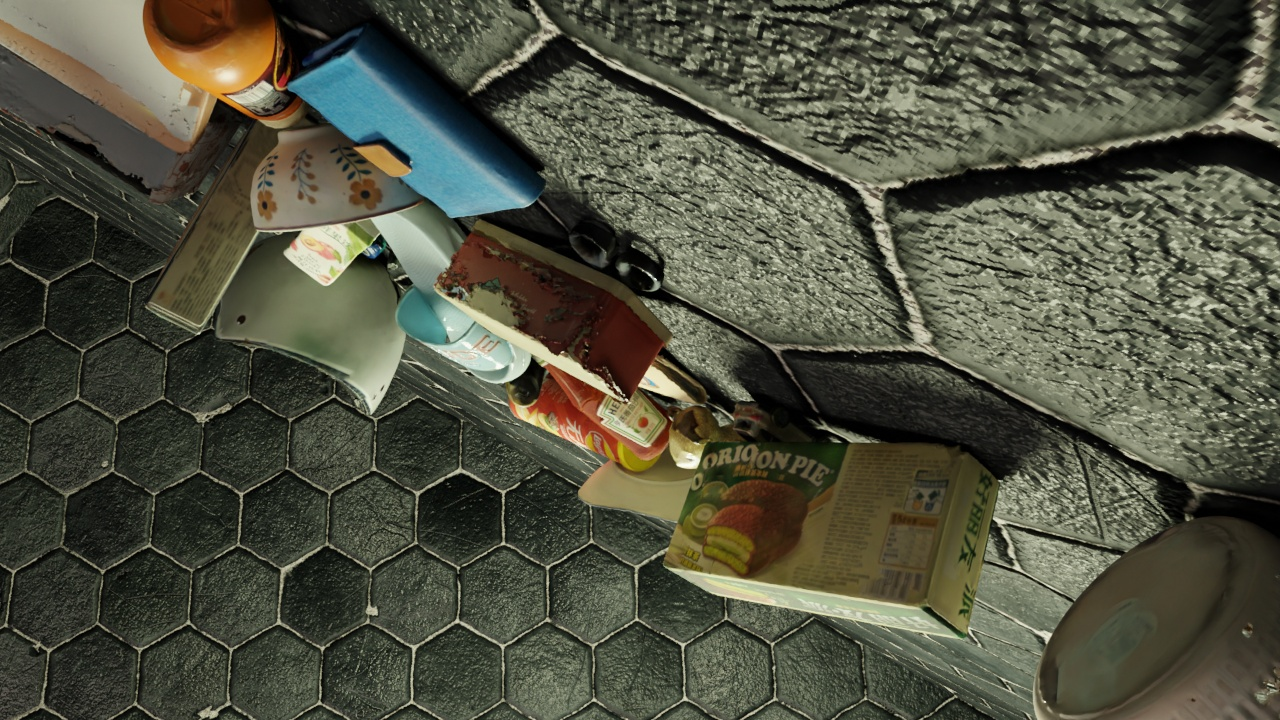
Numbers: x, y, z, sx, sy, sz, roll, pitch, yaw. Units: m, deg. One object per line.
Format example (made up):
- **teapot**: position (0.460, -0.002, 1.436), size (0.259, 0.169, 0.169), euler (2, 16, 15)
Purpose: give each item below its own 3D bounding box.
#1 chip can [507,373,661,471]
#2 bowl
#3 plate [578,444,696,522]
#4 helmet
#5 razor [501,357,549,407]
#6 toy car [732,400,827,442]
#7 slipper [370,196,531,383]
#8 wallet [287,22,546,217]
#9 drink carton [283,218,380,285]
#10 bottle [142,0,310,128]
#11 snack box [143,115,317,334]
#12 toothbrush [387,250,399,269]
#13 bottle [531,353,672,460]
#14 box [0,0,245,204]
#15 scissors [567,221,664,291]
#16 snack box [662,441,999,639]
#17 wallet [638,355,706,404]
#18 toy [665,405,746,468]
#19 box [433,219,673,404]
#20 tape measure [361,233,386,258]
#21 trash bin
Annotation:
- **chip can**: position (-0.069, 0.067, 1.098), size (0.217, 0.073, 0.073), euler (19, 164, 42)
- **bowl**: position (-0.210, -0.128, 0.621), size (0.114, 0.113, 0.062), euler (14, 119, 51)
- **plate**: position (0.023, 0.134, 1.073), size (0.164, 0.034, 0.164), euler (8, -161, 20)
- **helmet**: position (-0.366, -0.066, 1.053), size (0.230, 0.157, 0.274), euler (34, 178, -28)
- **razor**: position (-0.123, 0.017, 0.962), size (0.062, 0.067, 0.167), euler (28, -172, -12)
- **toy car**: position (0.116, 0.064, 0.760), size (0.090, 0.035, 0.042), euler (33, 168, -26)
- **slipper**: position (-0.171, -0.050, 0.800), size (0.104, 0.074, 0.246), euler (23, 154, 30)
- **wallet**: position (-0.132, -0.133, 0.537), size (0.133, 0.040, 0.106), euler (39, 160, -34)
- **drink carton**: position (-0.280, -0.116, 0.847), size (0.053, 0.045, 0.123), euler (42, 145, -19)
- **bottle**: position (-0.233, -0.176, 0.547), size (0.067, 0.066, 0.149), euler (29, 175, 2)
- **snack box**: position (-0.334, -0.111, 0.740), size (0.045, 0.177, 0.183), euler (31, 168, -27)
- **toothbrush**: position (-0.236, -0.111, 0.904), size (0.014, 0.016, 0.190), euler (25, 168, -17)
- **bottle**: position (-0.053, 0.020, 0.918), size (0.206, 0.059, 0.060), euler (40, 165, -16)
- **box**: position (-0.384, -0.210, 0.642), size (0.179, 0.126, 0.274), euler (34, 162, -19)
- **scissors**: position (-0.013, -0.051, 0.646), size (0.136, 0.014, 0.175), euler (23, 166, 34)
- **snack box**: position (0.131, 0.123, 0.675), size (0.063, 0.114, 0.241), euler (36, 154, -32)
- **wallet**: position (-0.005, 0.005, 0.825), size (0.115, 0.024, 0.087), euler (19, 163, 44)
- **toy**: position (0.087, 0.090, 0.855), size (0.157, 0.066, 0.105), euler (32, -175, -33)
- **box**: position (-0.072, -0.031, 0.667), size (0.168, 0.079, 0.091), euler (26, 170, 38)
- **tape measure**: position (-0.277, -0.127, 0.906), size (0.058, 0.025, 0.054), euler (42, 166, -9)
- **trash bin**: position (0.323, 0.194, 0.461), size (0.192, 0.227, 0.228), euler (41, 169, 6)
